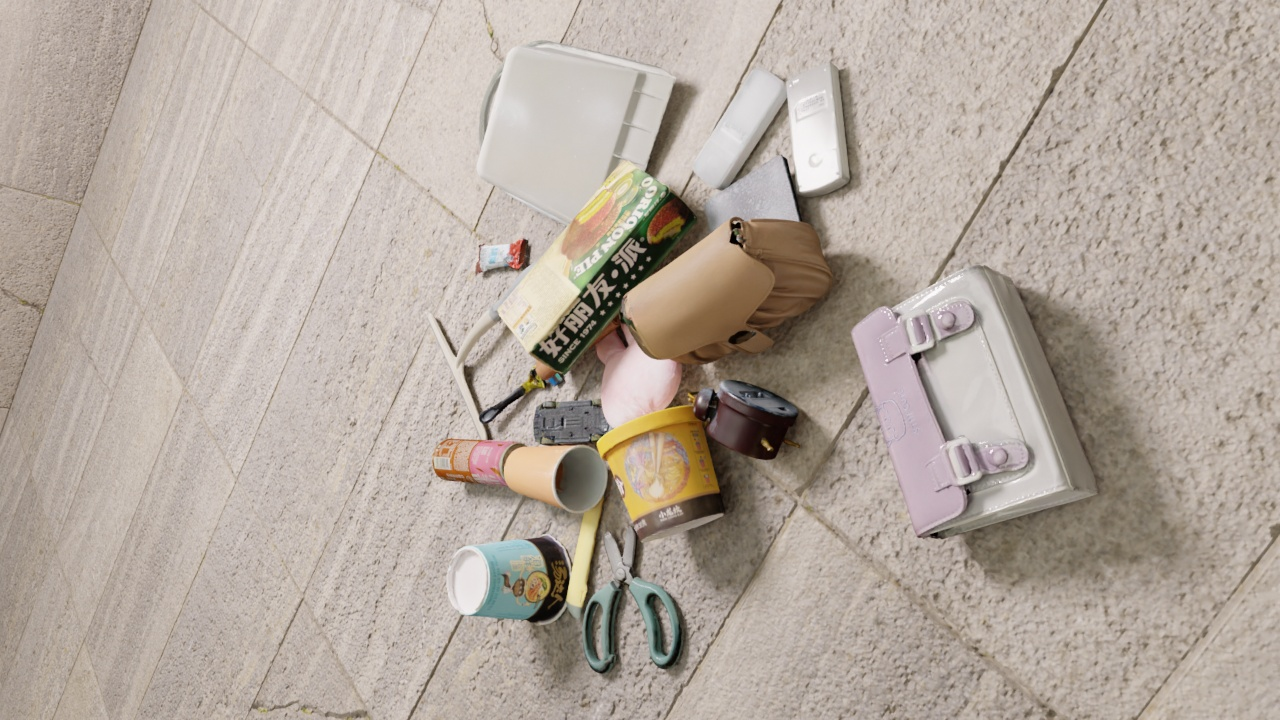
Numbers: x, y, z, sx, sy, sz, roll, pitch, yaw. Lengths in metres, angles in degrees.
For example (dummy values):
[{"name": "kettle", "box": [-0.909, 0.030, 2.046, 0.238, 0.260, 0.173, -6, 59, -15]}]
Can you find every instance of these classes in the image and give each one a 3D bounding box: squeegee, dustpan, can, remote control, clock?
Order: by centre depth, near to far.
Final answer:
[{"name": "clock", "box": [0.101, 0.054, 0.923, 0.122, 0.082, 0.055, 29, 107, 35]}, {"name": "remote control", "box": [0.183, -0.237, 0.949, 0.056, 0.019, 0.135, -15, 73, 39]}, {"name": "remote control", "box": [0.111, -0.255, 1.017, 0.056, 0.020, 0.136, 46, 112, 36]}, {"name": "dustpan", "box": [-0.102, -0.293, 1.172, 0.258, 0.142, 0.223, 20, 106, 3]}, {"name": "can", "box": [-0.208, 0.132, 1.198, 0.148, 0.057, 0.058, -2, 80, 41]}, {"name": "squeegee", "box": [-0.198, -0.053, 1.239, 0.247, 0.039, 0.246, -46, 55, 25]}]

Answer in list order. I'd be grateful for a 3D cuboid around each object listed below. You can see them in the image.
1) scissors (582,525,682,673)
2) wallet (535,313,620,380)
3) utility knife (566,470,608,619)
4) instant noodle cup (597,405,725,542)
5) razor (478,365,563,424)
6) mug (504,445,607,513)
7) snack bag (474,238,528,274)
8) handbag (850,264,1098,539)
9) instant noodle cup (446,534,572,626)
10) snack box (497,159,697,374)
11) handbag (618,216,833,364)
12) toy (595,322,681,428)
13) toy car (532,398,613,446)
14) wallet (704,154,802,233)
[{"name": "scissors", "box": [-0.026, 0.281, 1.034, 0.177, 0.019, 0.174, -44, 57, 28]}, {"name": "wallet", "box": [-0.078, -0.050, 1.118, 0.132, 0.031, 0.107, -35, 42, 32]}, {"name": "utility knife", "box": [-0.063, 0.215, 1.081, 0.031, 0.019, 0.175, 7, 87, 39]}, {"name": "instant noodle cup", "box": [0.027, 0.121, 0.959, 0.119, 0.118, 0.114, -29, 72, 34]}, {"name": "razor", "box": [-0.159, 0.043, 1.193, 0.143, 0.022, 0.042, -36, 88, 25]}, {"name": "mug", "box": [-0.106, 0.137, 1.097, 0.123, 0.078, 0.078, -1, 81, 50]}, {"name": "snack bag", "box": [-0.195, -0.143, 1.262, 0.105, 0.026, 0.045, 0, 82, 43]}, {"name": "handbag", "box": [0.269, 0.038, 0.773, 0.145, 0.098, 0.196, -32, 61, 39]}, {"name": "instant noodle cup", "box": [-0.160, 0.261, 1.088, 0.111, 0.120, 0.111, -10, 75, 40]}, {"name": "snack box", "box": [-0.054, -0.109, 1.055, 0.240, 0.063, 0.114, -50, 39, 4]}, {"name": "handbag", "box": [0.085, -0.061, 0.915, 0.205, 0.147, 0.099, -33, 59, 37]}, {"name": "toy", "box": [-0.006, 0.006, 1.048, 0.122, 0.054, 0.159, -43, 44, 28]}, {"name": "toy car", "box": [-0.077, 0.075, 1.110, 0.121, 0.036, 0.054, -6, 77, 31]}, {"name": "wallet", "box": [0.120, -0.150, 0.980, 0.121, 0.019, 0.097, -28, 66, 44]}]
